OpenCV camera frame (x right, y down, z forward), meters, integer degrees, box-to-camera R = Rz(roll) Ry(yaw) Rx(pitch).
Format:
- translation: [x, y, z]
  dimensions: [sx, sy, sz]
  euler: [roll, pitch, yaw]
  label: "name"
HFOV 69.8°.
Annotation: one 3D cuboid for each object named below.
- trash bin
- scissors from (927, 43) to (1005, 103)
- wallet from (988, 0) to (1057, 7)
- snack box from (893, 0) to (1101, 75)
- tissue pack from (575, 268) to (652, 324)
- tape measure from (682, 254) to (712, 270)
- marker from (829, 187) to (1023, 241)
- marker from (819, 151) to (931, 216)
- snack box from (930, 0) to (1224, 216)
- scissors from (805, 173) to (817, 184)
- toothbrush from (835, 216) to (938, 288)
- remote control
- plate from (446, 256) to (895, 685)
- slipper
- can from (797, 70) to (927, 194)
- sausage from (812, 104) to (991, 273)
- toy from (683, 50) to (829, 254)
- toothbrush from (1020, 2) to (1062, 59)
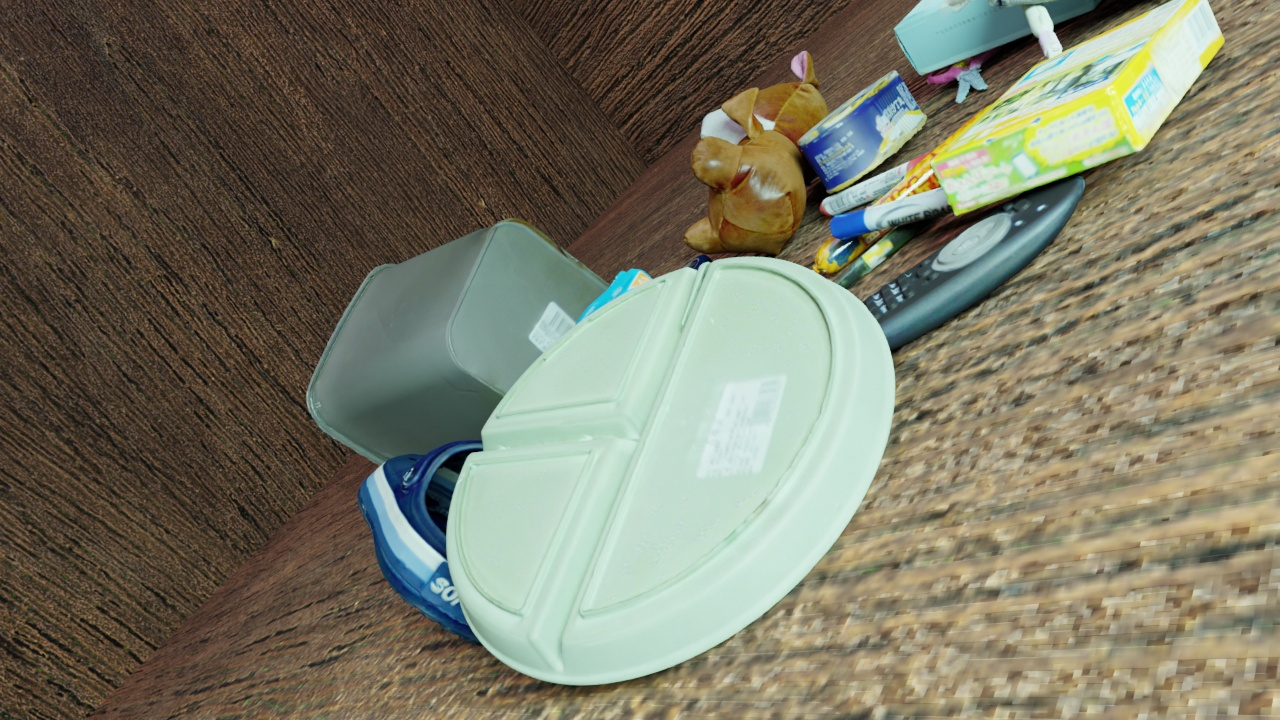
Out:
- translation: [-0.148, -0.004, 0.836]
  dimensions: [0.220, 0.198, 0.198]
  euler: [-19, 44, 46]
  label: "trash bin"
- translation: [0.278, -0.240, 0.751]
  dimensions: [0.077, 0.017, 0.137]
  euler: [-29, 19, 20]
  label: "scissors"
- translation: [0.298, -0.271, 0.591]
  dimensions: [0.130, 0.037, 0.106]
  euler: [4, 47, 37]
  label: "wallet"
- translation: [0.294, -0.293, 0.736]
  dimensions: [0.074, 0.051, 0.175]
  euler: [-48, 21, -21]
  label: "snack box"
- translation: [-0.003, 0.003, 0.589]
  dimensions: [0.063, 0.090, 0.139]
  euler: [-36, 13, 30]
  label: "tissue pack"
- translation: [0.049, -0.074, 0.871]
  dimensions: [0.055, 0.025, 0.058]
  euler: [-30, 20, 41]
  label: "tape measure"
- translation: [0.162, -0.087, 0.511]
  dimensions: [0.016, 0.017, 0.146]
  euler: [-48, 20, -26]
  label: "marker"
- translation: [0.175, -0.127, 0.664]
  dimensions: [0.017, 0.017, 0.145]
  euler: [-46, 12, -18]
  label: "marker"
- translation: [0.206, -0.122, 0.430]
  dimensions: [0.140, 0.034, 0.087]
  euler: [-38, 13, -37]
  label: "snack box"
- translation: [0.157, -0.192, 0.978]
  dimensions: [0.162, 0.012, 0.176]
  euler: [-42, 10, 2]
  label: "scissors"
- translation: [0.147, -0.069, 0.549]
  dimensions: [0.186, 0.012, 0.017]
  euler: [-40, 21, 12]
  label: "toothbrush"
- translation: [0.140, -0.036, 0.417]
  dimensions: [0.137, 0.024, 0.053]
  euler: [-36, 10, 19]
  label: "remote control"
- translation: [0.001, 0.034, 0.417]
  dimensions: [0.231, 0.027, 0.229]
  euler: [-26, 36, 20]
  label: "plate"
- translation: [-0.114, 0.093, 0.584]
  dimensions: [0.095, 0.105, 0.253]
  euler: [-50, 14, -4]
  label: "slipper"
- translation: [0.179, -0.185, 0.736]
  dimensions: [0.075, 0.049, 0.147]
  euler: [-29, 10, 42]
  label: "can"
- translation: [0.173, -0.108, 0.586]
  dimensions: [0.165, 0.021, 0.021]
  euler: [-41, 11, 9]
  label: "sausage"
- translation: [0.103, -0.176, 0.796]
  dimensions: [0.199, 0.130, 0.140]
  euler: [-53, -19, -34]
  label: "toy"
- translation: [0.261, -0.222, 0.604]
  dimensions: [0.029, 0.020, 0.189]
  euler: [-6, 40, 17]
  label: "toothbrush"
